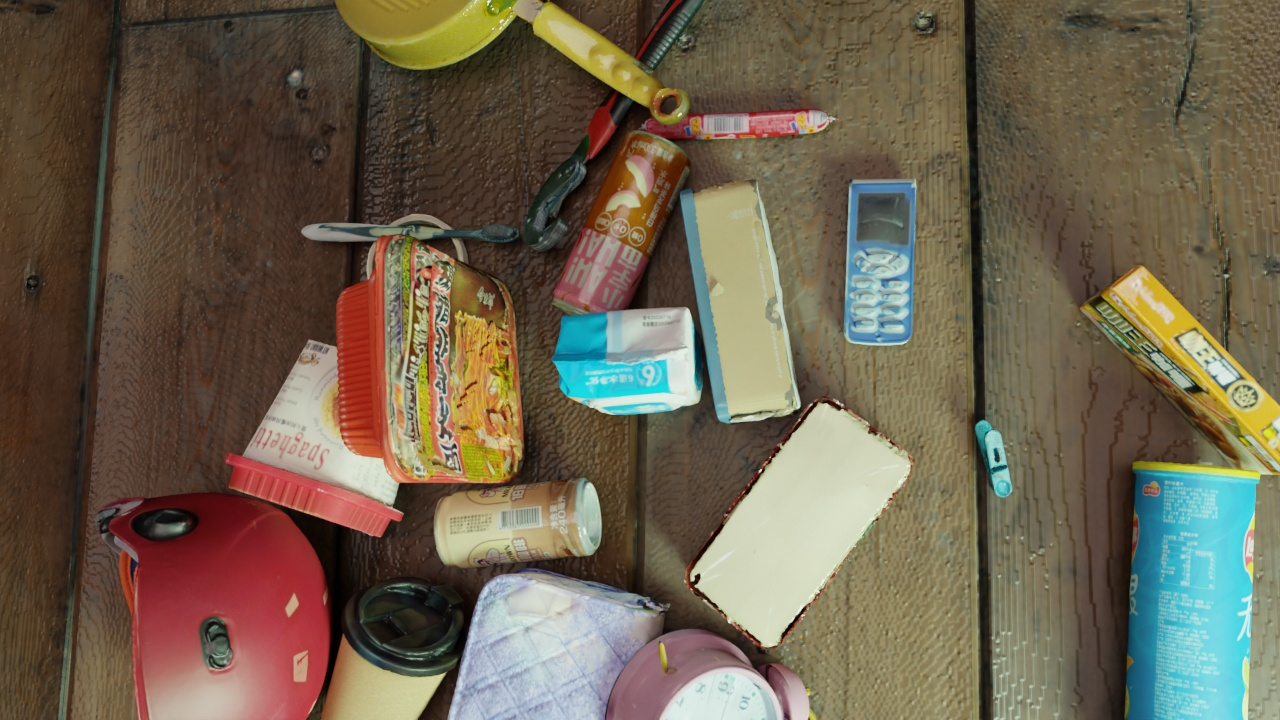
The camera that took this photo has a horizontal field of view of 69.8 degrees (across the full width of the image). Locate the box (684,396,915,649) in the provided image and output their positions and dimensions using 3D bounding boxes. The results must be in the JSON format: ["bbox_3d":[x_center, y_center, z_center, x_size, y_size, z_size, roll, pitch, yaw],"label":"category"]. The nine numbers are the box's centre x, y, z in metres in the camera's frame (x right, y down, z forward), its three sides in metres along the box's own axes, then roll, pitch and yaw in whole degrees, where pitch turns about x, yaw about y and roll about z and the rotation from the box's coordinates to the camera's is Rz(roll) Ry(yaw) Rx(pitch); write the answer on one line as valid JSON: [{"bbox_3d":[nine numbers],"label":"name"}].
[{"bbox_3d":[0.112,0.114,0.643,0.091,0.076,0.168,37,92,14],"label":"box"}]

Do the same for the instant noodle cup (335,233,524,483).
[{"bbox_3d":[-0.150,0.008,0.657,0.079,0.188,0.164,-7,80,19],"label":"instant noodle cup"}]

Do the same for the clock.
[{"bbox_3d":[0.056,0.255,0.630,0.158,0.060,0.117,25,82,-25],"label":"clock"}]

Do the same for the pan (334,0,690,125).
[{"bbox_3d":[-0.104,-0.289,0.729,0.357,0.078,0.198,39,97,26],"label":"pan"}]

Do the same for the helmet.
[{"bbox_3d":[-0.291,0.192,0.655,0.143,0.240,0.207,-11,104,-30],"label":"helmet"}]

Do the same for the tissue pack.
[{"bbox_3d":[-0.004,0.004,0.649,0.090,0.140,0.063,-4,82,7],"label":"tissue pack"}]

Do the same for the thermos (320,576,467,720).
[{"bbox_3d":[-0.189,0.236,0.680,0.093,0.093,0.143,29,108,13],"label":"thermos"}]

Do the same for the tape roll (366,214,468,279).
[{"bbox_3d":[-0.184,-0.077,0.758,0.086,0.014,0.085,-1,83,12],"label":"tape roll"}]

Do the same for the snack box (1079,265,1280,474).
[{"bbox_3d":[0.362,0.008,0.603,0.026,0.075,0.153,-40,77,4],"label":"snack box"}]

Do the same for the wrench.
[{"bbox_3d":[-0.016,-0.205,0.726,0.056,0.016,0.273,29,86,51],"label":"wrench"}]

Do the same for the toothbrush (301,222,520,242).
[{"bbox_3d":[-0.190,-0.104,0.744,0.192,0.018,0.016,2,84,12],"label":"toothbrush"}]

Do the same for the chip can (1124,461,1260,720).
[{"bbox_3d":[0.352,0.172,0.590,0.071,0.071,0.210,4,85,12],"label":"chip can"}]

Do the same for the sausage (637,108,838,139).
[{"bbox_3d":[0.074,-0.183,0.713,0.156,0.020,0.020,1,84,12],"label":"sausage"}]

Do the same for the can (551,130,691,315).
[{"bbox_3d":[-0.014,-0.098,0.702,0.058,0.058,0.147,24,89,13],"label":"can"}]

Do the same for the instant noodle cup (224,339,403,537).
[{"bbox_3d":[-0.233,0.060,0.709,0.116,0.117,0.124,15,74,13],"label":"instant noodle cup"}]

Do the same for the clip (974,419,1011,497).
[{"bbox_3d":[0.250,0.070,0.648,0.013,0.033,0.054,-14,97,10],"label":"clip"}]

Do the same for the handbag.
[{"bbox_3d":[-0.065,0.252,0.666,0.134,0.075,0.194,14,88,13],"label":"handbag"}]

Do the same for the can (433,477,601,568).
[{"bbox_3d":[-0.092,0.123,0.693,0.116,0.058,0.058,-8,82,11],"label":"can"}]

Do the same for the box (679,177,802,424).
[{"bbox_3d":[0.073,-0.046,0.664,0.060,0.089,0.184,-13,79,11],"label":"box"}]

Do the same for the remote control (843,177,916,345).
[{"bbox_3d":[0.176,-0.073,0.677,0.049,0.024,0.125,3,85,12],"label":"remote control"}]
